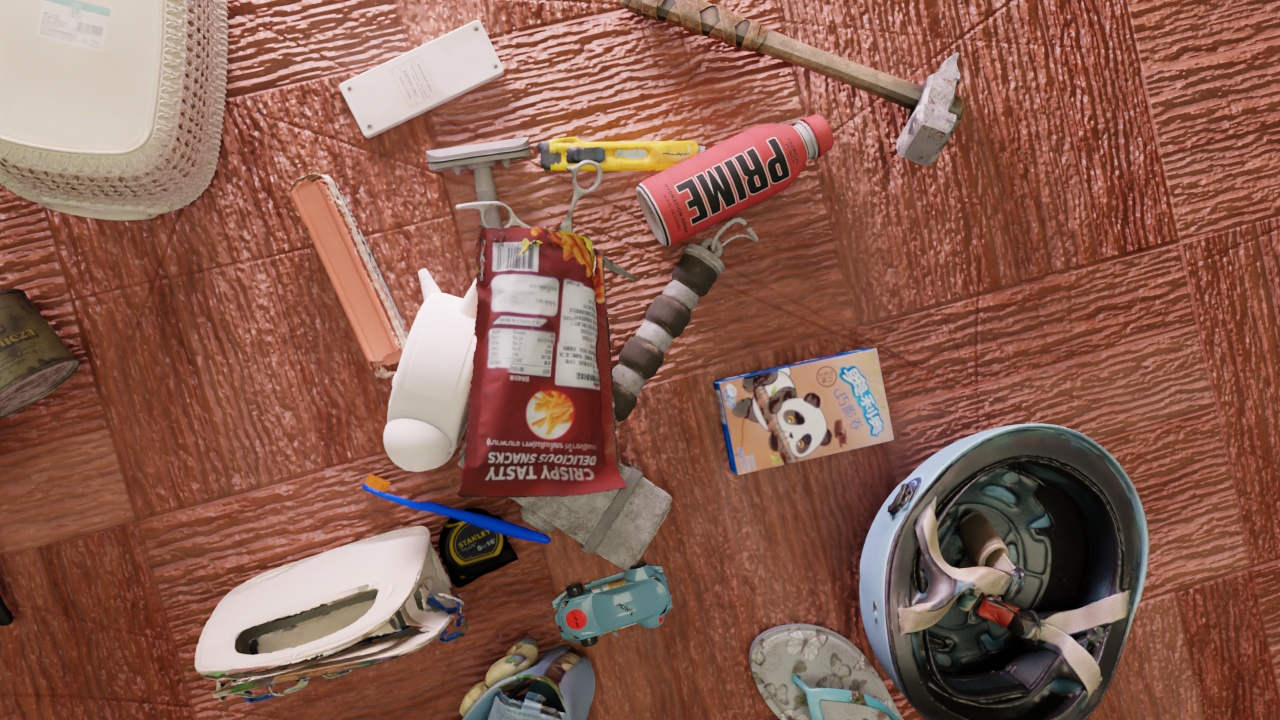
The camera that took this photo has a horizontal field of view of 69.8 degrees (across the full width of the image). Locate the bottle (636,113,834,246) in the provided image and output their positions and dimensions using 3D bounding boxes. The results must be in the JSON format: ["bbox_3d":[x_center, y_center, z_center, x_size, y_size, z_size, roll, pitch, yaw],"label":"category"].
[{"bbox_3d":[0.087,-0.165,0.811,0.176,0.062,0.062,-27,94,-5],"label":"bottle"}]

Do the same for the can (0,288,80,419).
[{"bbox_3d":[-0.517,-0.004,0.738,0.090,0.090,0.074,-36,96,-4],"label":"can"}]

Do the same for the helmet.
[{"bbox_3d":[0.296,0.176,0.792,0.225,0.167,0.265,27,91,-9],"label":"helmet"}]

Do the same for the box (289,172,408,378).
[{"bbox_3d":[-0.246,-0.071,0.787,0.059,0.056,0.187,-29,97,-37],"label":"box"}]

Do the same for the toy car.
[{"bbox_3d":[-0.024,0.223,0.829,0.107,0.027,0.060,-16,93,-5],"label":"toy car"}]

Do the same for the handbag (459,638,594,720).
[{"bbox_3d":[-0.112,0.337,0.786,0.119,0.121,0.192,18,92,10],"label":"handbag"}]

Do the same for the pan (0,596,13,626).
[{"bbox_3d":[-0.574,0.058,0.723,0.204,0.043,0.356,2,118,35],"label":"pan"}]

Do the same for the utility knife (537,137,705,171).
[{"bbox_3d":[-0.016,-0.185,0.824,0.151,0.017,0.030,-2,101,-9],"label":"utility knife"}]

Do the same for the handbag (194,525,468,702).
[{"bbox_3d":[-0.241,0.215,0.722,0.200,0.199,0.093,-17,97,-3],"label":"handbag"}]

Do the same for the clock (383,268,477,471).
[{"bbox_3d":[-0.171,0.010,0.757,0.073,0.125,0.160,17,83,-5],"label":"clock"}]

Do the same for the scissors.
[{"bbox_3d":[-0.077,-0.109,0.799,0.174,0.014,0.142,12,100,-22],"label":"scissors"}]

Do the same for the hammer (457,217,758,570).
[{"bbox_3d":[-0.005,0.005,0.806,0.177,0.079,0.326,34,83,-6],"label":"hammer"}]

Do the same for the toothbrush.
[{"bbox_3d":[-0.159,0.128,0.787,0.183,0.016,0.018,13,82,16],"label":"toothbrush"}]

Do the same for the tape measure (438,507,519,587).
[{"bbox_3d":[-0.147,0.161,0.811,0.061,0.034,0.061,-22,98,-15],"label":"tape measure"}]

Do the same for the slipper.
[{"bbox_3d":[0.209,0.348,0.848,0.098,0.055,0.269,-42,97,-6],"label":"slipper"}]

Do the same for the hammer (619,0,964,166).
[{"bbox_3d":[0.136,-0.274,0.812,0.319,0.049,0.121,20,56,0],"label":"hammer"}]

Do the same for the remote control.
[{"bbox_3d":[-0.191,-0.246,0.804,0.135,0.011,0.050,-27,95,-4],"label":"remote control"}]

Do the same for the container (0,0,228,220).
[{"bbox_3d":[-0.425,-0.240,0.713,0.184,0.143,0.246,2,92,-20],"label":"container"}]

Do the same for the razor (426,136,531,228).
[{"bbox_3d":[-0.132,-0.130,0.802,0.088,0.047,0.116,-9,101,-6],"label":"razor"}]

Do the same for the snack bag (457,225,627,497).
[{"bbox_3d":[-0.073,0.002,0.718,0.138,0.067,0.207,5,76,-34],"label":"snack bag"}]

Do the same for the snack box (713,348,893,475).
[{"bbox_3d":[0.149,0.045,0.839,0.151,0.034,0.087,-12,93,-6],"label":"snack box"}]
